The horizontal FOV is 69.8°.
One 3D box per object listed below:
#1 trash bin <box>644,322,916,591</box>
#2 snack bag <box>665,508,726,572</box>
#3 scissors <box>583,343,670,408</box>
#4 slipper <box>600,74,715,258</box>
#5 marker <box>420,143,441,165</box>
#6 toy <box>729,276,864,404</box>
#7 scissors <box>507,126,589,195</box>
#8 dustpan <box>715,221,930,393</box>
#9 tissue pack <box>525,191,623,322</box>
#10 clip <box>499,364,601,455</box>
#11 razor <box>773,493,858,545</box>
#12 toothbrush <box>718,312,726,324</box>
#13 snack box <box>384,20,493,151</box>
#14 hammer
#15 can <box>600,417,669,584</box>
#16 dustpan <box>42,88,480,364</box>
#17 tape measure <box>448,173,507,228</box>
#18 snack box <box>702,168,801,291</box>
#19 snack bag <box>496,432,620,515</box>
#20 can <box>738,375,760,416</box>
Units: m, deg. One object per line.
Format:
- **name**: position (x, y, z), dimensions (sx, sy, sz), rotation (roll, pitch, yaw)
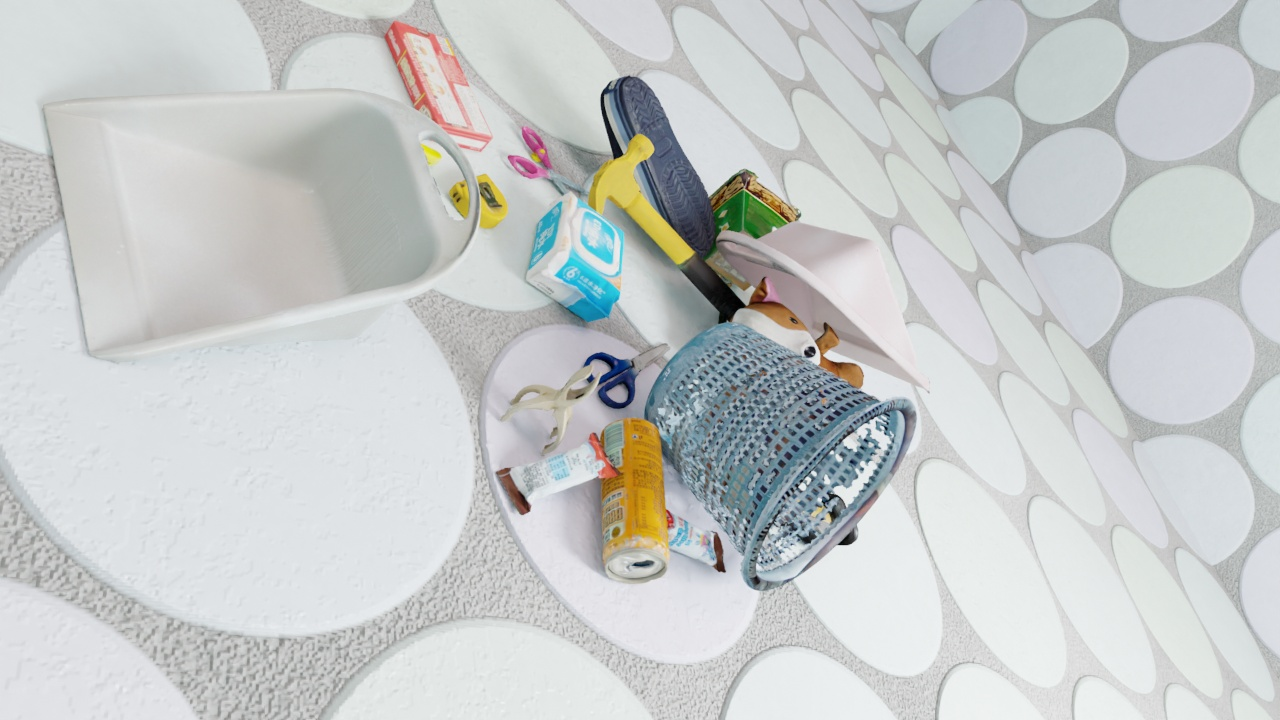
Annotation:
- **trash bin**: position (0.119, 0.073, 0.891), dimensions (0.226, 0.227, 0.195), rotation (1, 34, -51)
- **snack bag**: position (0.043, 0.169, 0.875), dimensions (0.105, 0.026, 0.045), rotation (31, 35, -32)
- **scissors**: position (-0.013, -0.003, 0.989), dimensions (0.105, 0.012, 0.174), rotation (41, 32, -16)
- **slipper**: position (0.009, -0.230, 1.158), dimensions (0.104, 0.095, 0.253), rotation (-53, 125, -42)
- **marker**: position (-0.254, -0.223, 0.905), dimensions (0.124, 0.015, 0.018), rotation (21, 43, -34)
- **toy**: position (0.175, 0.003, 1.095), dimensions (0.199, 0.131, 0.140), rotation (46, 70, -23)
- **scissors**: position (-0.108, -0.219, 1.080), dimensions (0.133, 0.017, 0.124), rotation (55, 30, -2)
- **dustpan**: position (0.204, -0.064, 1.133), dimensions (0.138, 0.223, 0.273), rotation (-31, 116, -18)
- **tissue pack**: position (-0.064, -0.111, 0.981), dimensions (0.090, 0.063, 0.139), rotation (34, 36, -26)
- **clip**: position (-0.069, 0.047, 0.806), dimensions (0.034, 0.101, 0.096), rotation (-68, 141, -55)
- **razor**: position (0.168, 0.162, 1.014), dimensions (0.167, 0.062, 0.067), rotation (25, 73, -27)
- **toothbrush**: position (0.104, -0.038, 1.161), dimensions (0.012, 0.017, 0.185), rotation (33, 36, -15)
- **snack box**: position (-0.222, -0.301, 1.007), dimensions (0.075, 0.026, 0.152), rotation (-1, 59, -50)
- **hammer**: position (0.054, -0.122, 1.107), dimensions (0.300, 0.128, 0.033), rotation (44, -9, -21)
- **can**: position (-0.007, 0.124, 0.828), dimensions (0.058, 0.058, 0.145), rotation (29, 39, -31)
- **dustpan**: position (-0.261, -0.123, 0.681), dimensions (0.257, 0.143, 0.222), rotation (5, 55, -51)
- **tape measure**: position (-0.163, -0.166, 0.946), dimensions (0.057, 0.029, 0.059), rotation (52, 33, 0)
- **snack box**: position (0.144, -0.168, 1.252), dimensions (0.118, 0.118, 0.105), rotation (31, 42, -24)
- **snack bag**: position (-0.069, 0.096, 0.788), dimensions (0.104, 0.026, 0.048), rotation (-23, 71, -28)
- **can**: position (0.128, 0.070, 1.034), dimensions (0.148, 0.075, 0.049), rotation (48, 29, -3)
